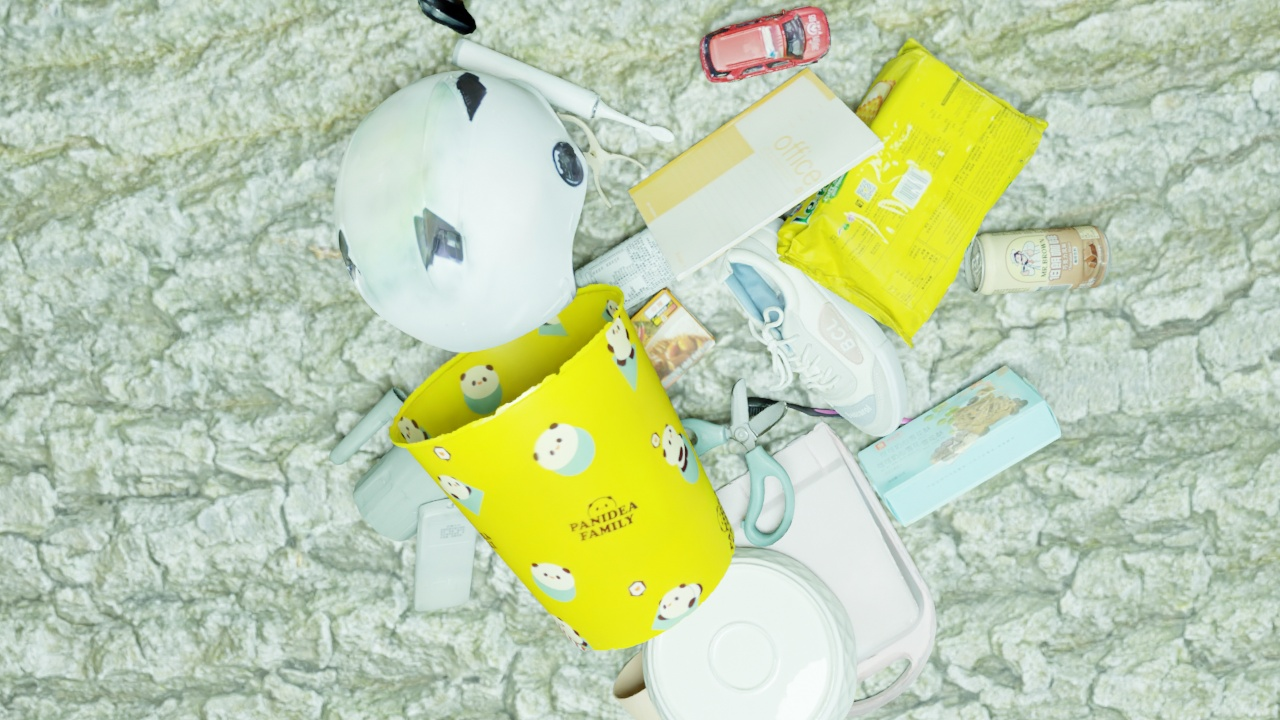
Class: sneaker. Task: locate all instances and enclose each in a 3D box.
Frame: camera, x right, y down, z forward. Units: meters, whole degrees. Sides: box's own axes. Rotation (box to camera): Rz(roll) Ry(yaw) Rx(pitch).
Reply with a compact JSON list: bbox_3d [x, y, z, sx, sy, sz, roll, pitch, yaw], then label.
[{"bbox_3d":[0.157,-0.018,0.855,0.242,0.090,0.090,53,144,-5],"label":"sneaker"}]

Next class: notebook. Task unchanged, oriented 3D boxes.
[{"bbox_3d":[0.096,-0.171,0.827,0.206,0.145,0.010,-33,136,9],"label":"notebook"}]

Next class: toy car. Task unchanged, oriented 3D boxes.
[{"bbox_3d":[0.115,-0.289,0.841,0.120,0.045,0.053,-14,101,3],"label":"toy car"}]

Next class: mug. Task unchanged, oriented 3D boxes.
[{"bbox_3d":[-0.237,0.104,0.916,0.103,0.083,0.124,-43,95,12],"label":"mug"},{"bbox_3d":[0.049,0.342,0.955,0.124,0.084,0.103,-41,99,-17],"label":"mug"}]

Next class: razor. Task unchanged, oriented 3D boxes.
[{"bbox_3d":[-0.167,-0.387,0.836,0.068,0.062,0.167,14,97,32],"label":"razor"}]

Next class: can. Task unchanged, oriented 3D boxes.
[{"bbox_3d":[0.005,-0.093,0.876,0.147,0.058,0.058,-31,98,8],"label":"can"},{"bbox_3d":[0.369,-0.093,0.857,0.116,0.058,0.058,-3,101,4],"label":"can"}]

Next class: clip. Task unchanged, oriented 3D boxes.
[{"bbox_3d":[-0.043,-0.201,0.872,0.099,0.034,0.066,39,100,-10],"label":"clip"}]

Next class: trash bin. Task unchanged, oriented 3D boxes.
[{"bbox_3d":[-0.053,0.099,0.813,0.230,0.229,0.255,-29,109,8],"label":"trash bin"}]

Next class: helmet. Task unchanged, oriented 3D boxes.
[{"bbox_3d":[-0.175,-0.139,0.791,0.229,0.145,0.258,-4,83,31],"label":"helmet"}]

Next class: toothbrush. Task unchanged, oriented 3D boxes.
[{"bbox_3d":[-0.070,-0.251,0.866,0.221,0.026,0.027,22,112,-1],"label":"toothbrush"},{"bbox_3d":[0.193,0.055,0.919,0.189,0.014,0.018,7,117,1],"label":"toothbrush"}]

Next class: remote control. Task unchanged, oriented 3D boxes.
[{"bbox_3d":[-0.198,0.197,0.925,0.058,0.021,0.150,-3,129,-22],"label":"remote control"}]

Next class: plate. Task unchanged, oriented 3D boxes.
[{"bbox_3d":[0.099,0.279,0.865,0.205,0.045,0.204,-4,74,12],"label":"plate"}]

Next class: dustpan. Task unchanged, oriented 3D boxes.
[{"bbox_3d":[0.174,0.238,0.956,0.223,0.139,0.273,-31,70,8],"label":"dustpan"}]

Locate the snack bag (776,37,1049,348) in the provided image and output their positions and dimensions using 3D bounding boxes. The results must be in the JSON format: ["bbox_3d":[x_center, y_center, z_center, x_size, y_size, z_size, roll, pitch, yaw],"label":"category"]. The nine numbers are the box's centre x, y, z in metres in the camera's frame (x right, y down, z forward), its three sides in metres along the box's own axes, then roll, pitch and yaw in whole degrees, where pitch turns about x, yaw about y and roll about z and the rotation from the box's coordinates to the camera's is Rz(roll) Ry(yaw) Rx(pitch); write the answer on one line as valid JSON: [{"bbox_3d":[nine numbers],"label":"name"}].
[{"bbox_3d":[0.242,-0.153,0.819,0.158,0.068,0.246,33,84,-4],"label":"snack bag"}]

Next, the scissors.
[{"bbox_3d":[0.094,0.111,0.898,0.171,0.019,0.181,-36,86,27],"label":"scissors"}]

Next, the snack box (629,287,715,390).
[{"bbox_3d":[-0.005,0.005,0.911,0.154,0.026,0.075,-43,97,11],"label":"snack box"}]

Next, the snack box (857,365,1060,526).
[{"bbox_3d":[0.303,0.081,0.881,0.175,0.074,0.051,-32,117,8],"label":"snack box"}]

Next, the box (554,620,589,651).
[{"bbox_3d":[-0.073,0.209,0.941,0.087,0.076,0.163,-33,98,-20],"label":"box"}]
